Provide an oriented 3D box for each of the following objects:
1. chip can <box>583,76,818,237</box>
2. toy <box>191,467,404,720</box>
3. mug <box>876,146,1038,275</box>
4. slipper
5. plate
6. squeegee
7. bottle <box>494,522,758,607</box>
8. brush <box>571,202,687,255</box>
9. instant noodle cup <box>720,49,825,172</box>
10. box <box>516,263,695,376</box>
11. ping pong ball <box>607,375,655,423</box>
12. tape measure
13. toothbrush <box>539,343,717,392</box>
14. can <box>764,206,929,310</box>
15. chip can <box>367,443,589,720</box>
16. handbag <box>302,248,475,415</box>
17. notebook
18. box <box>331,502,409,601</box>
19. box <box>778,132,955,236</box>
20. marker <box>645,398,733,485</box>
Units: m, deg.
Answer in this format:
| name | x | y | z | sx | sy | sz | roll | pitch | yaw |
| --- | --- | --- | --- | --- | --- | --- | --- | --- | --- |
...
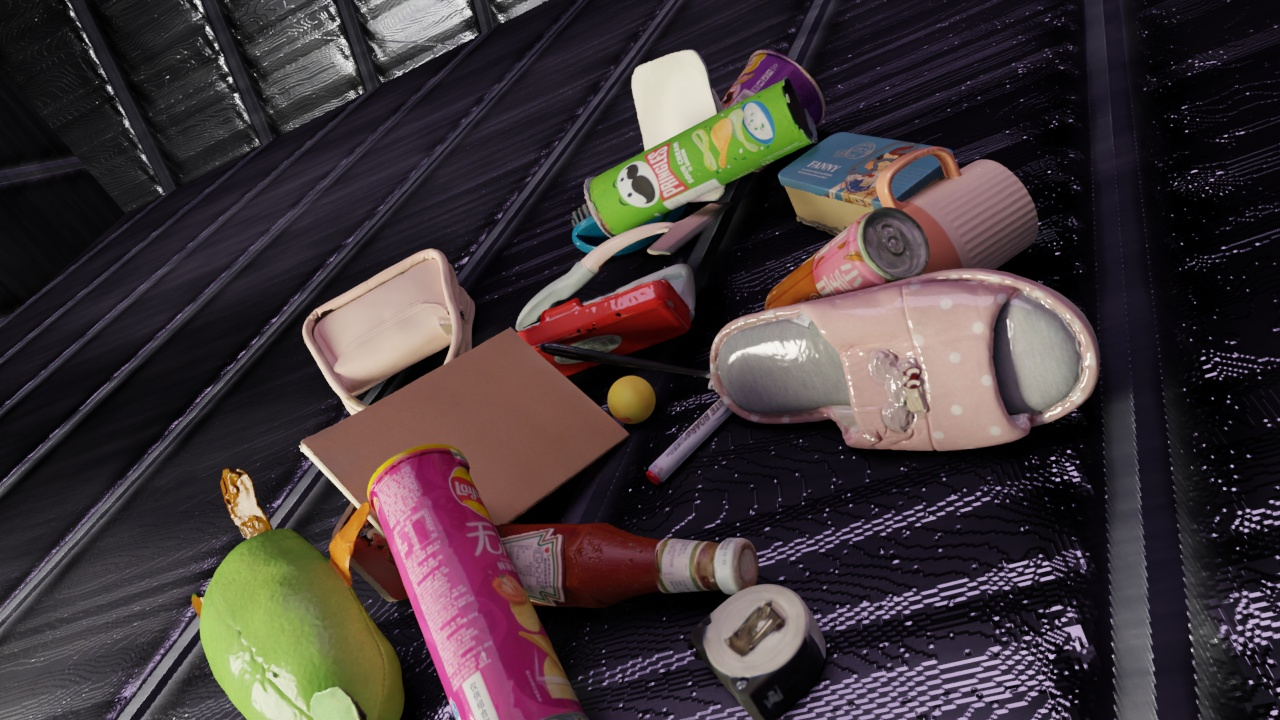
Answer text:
| name | x | y | z | sx | sy | sz | roll | pitch | yaw |
| --- | --- | --- | --- | --- | --- | --- | --- | --- | --- |
| chip can | 0.059 | -0.203 | 0.937 | 0.237 | 0.072 | 0.072 | -22 | 31 | 25 |
| toy | -0.250 | 0.194 | 0.654 | 0.247 | 0.089 | 0.227 | 33 | 103 | 36 |
| mug | 0.228 | -0.107 | 0.698 | 0.106 | 0.114 | 0.082 | -32 | 16 | -7 |
| slipper | 0.154 | 0.004 | 0.609 | 0.275 | 0.114 | 0.054 | -3 | 16 | 41 |
| plate | 0.053 | -0.261 | 1.032 | 0.034 | 0.164 | 0.164 | -19 | 17 | -25 |
| squeegee | -0.042 | -0.097 | 0.952 | 0.250 | 0.040 | 0.247 | -28 | 9 | 25 |
| bottle | -0.020 | 0.135 | 0.609 | 0.206 | 0.060 | 0.059 | -8 | 37 | 33 |
| brush | -0.012 | -0.158 | 1.040 | 0.144 | 0.055 | 0.073 | -23 | 57 | 18 |
| instant noodle cup | 0.137 | -0.275 | 1.041 | 0.099 | 0.111 | 0.112 | -49 | 34 | -11 |
| box | -0.051 | -0.040 | 0.865 | 0.202 | 0.119 | 0.098 | -20 | 60 | 19 |
| ping pong ball | -0.007 | 0.033 | 0.766 | 0.040 | 0.040 | 0.040 | -22 | 31 | 14 |
| tape measure | 0.069 | 0.161 | 0.520 | 0.066 | 0.033 | 0.066 | -39 | 33 | -13 |
| toothbrush | -0.005 | 0.005 | 0.772 | 0.181 | 0.016 | 0.018 | 11 | 55 | 20 |
| can | 0.149 | -0.058 | 0.684 | 0.057 | 0.058 | 0.148 | -47 | 2 | -26 |
| chip can | -0.107 | 0.151 | 0.577 | 0.071 | 0.071 | 0.210 | -32 | 54 | -3 |
| handbag | -0.269 | -0.011 | 1.033 | 0.193 | 0.093 | 0.234 | -32 | 39 | -4 |
| notebook | -0.132 | 0.063 | 0.723 | 0.149 | 0.012 | 0.210 | 40 | 50 | 20 |
| box | -0.166 | 0.104 | 0.748 | 0.076 | 0.091 | 0.167 | -16 | 33 | 28 |
| box | 0.207 | -0.159 | 0.846 | 0.089 | 0.061 | 0.184 | -37 | 33 | -13 |
| marker | 0.058 | 0.044 | 0.717 | 0.145 | 0.017 | 0.017 | -42 | 32 | -20 |
